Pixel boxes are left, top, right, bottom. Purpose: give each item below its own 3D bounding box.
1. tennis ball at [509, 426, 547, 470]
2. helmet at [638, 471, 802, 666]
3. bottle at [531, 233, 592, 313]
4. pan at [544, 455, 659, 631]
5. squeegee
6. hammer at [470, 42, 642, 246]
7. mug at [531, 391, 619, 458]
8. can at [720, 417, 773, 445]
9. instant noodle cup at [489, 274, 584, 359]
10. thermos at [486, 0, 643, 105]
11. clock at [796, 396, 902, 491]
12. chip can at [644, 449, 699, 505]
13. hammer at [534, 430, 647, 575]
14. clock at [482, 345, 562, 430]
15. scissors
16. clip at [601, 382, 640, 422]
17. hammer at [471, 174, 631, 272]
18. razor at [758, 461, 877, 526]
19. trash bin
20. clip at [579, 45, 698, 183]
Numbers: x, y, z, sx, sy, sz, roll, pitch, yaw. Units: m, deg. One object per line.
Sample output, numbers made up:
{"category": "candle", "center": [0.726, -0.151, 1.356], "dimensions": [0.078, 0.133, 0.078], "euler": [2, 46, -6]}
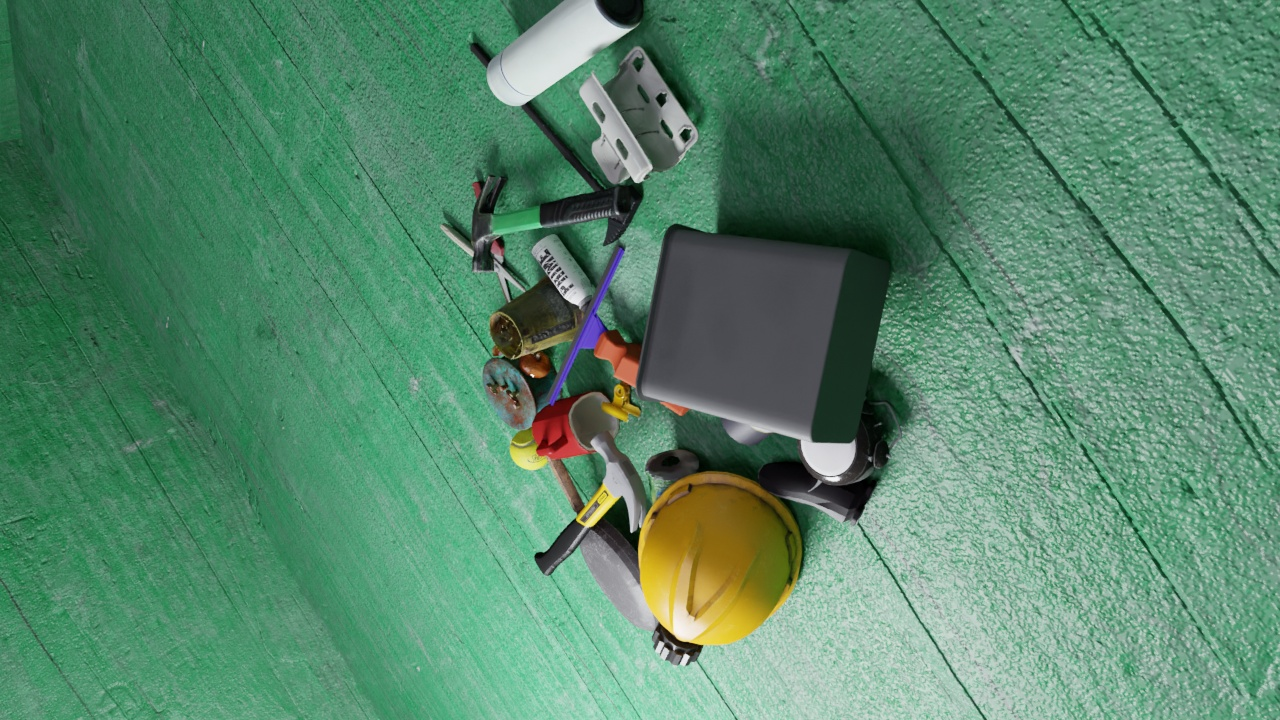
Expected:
{"category": "tennis ball", "center": [-0.170, 0.137, 1.429], "dimensions": [0.065, 0.065, 0.065], "euler": [27, 131, 36]}
{"category": "helmet", "center": [0.079, 0.272, 1.124], "dimensions": [0.205, 0.131, 0.256], "euler": [25, 122, 9]}
{"category": "bottle", "center": [-0.096, -0.111, 1.213], "dimensions": [0.116, 0.041, 0.041], "euler": [54, 141, 9]}
{"category": "pan", "center": [-0.071, 0.258, 1.369], "dimensions": [0.357, 0.040, 0.208], "euler": [58, 158, -5]}
{"category": "squeegee", "center": [-0.007, 0.007, 1.177], "dimensions": [0.185, 0.055, 0.250], "euler": [40, 120, 24]}
{"category": "hammer", "center": [-0.118, -0.283, 1.154], "dimensions": [0.325, 0.015, 0.095], "euler": [50, 141, 15]}
{"category": "mug", "center": [-0.103, 0.100, 1.291], "dimensions": [0.097, 0.116, 0.080], "euler": [-17, 104, 51]}
{"category": "can", "center": [0.144, 0.044, 1.023], "dimensions": [0.064, 0.064, 0.128], "euler": [54, 141, 8]}
{"category": "instant noodle cup", "center": [-0.144, -0.053, 1.248], "dimensions": [0.102, 0.108, 0.102], "euler": [24, 128, 34]}
{"category": "thermos", "center": [-0.091, -0.358, 1.034], "dimensions": [0.231, 0.067, 0.068], "euler": [-12, 103, 50]}
{"category": "clock", "center": [0.212, 0.085, 0.971], "dimensions": [0.123, 0.043, 0.091], "euler": [-33, 71, 41]}
{"category": "chip can", "center": [0.052, 0.228, 1.233], "dimensions": [0.075, 0.075, 0.223], "euler": [18, 126, 41]}
{"category": "hammer", "center": [-0.081, 0.231, 1.303], "dimensions": [0.127, 0.029, 0.325], "euler": [54, 138, 16]}
{"category": "clock", "center": [-0.182, 0.028, 1.370], "dimensions": [0.121, 0.073, 0.158], "euler": [26, 129, 36]}
{"category": "scissors", "center": [-0.235, -0.169, 1.353], "dimensions": [0.179, 0.015, 0.199], "euler": [13, 123, 42]}
{"category": "clip", "center": [-0.024, 0.056, 1.257], "dimensions": [0.054, 0.048, 0.046], "euler": [22, 170, 40]}
{"category": "hammer", "center": [-0.122, -0.184, 1.162], "dimensions": [0.319, 0.032, 0.130], "euler": [1, 90, 49]}
{"category": "razor", "center": [0.194, 0.144, 1.044], "dimensions": [0.156, 0.057, 0.060], "euler": [16, 156, 41]}
{"category": "trash bin", "center": [0.118, -0.029, 0.931], "dimensions": [0.220, 0.097, 0.192], "euler": [14, 95, 41]}
{"category": "clip", "center": [-0.021, -0.252, 1.015], "dimensions": [0.151, 0.109, 0.126], "euler": [-36, 82, 42]}
